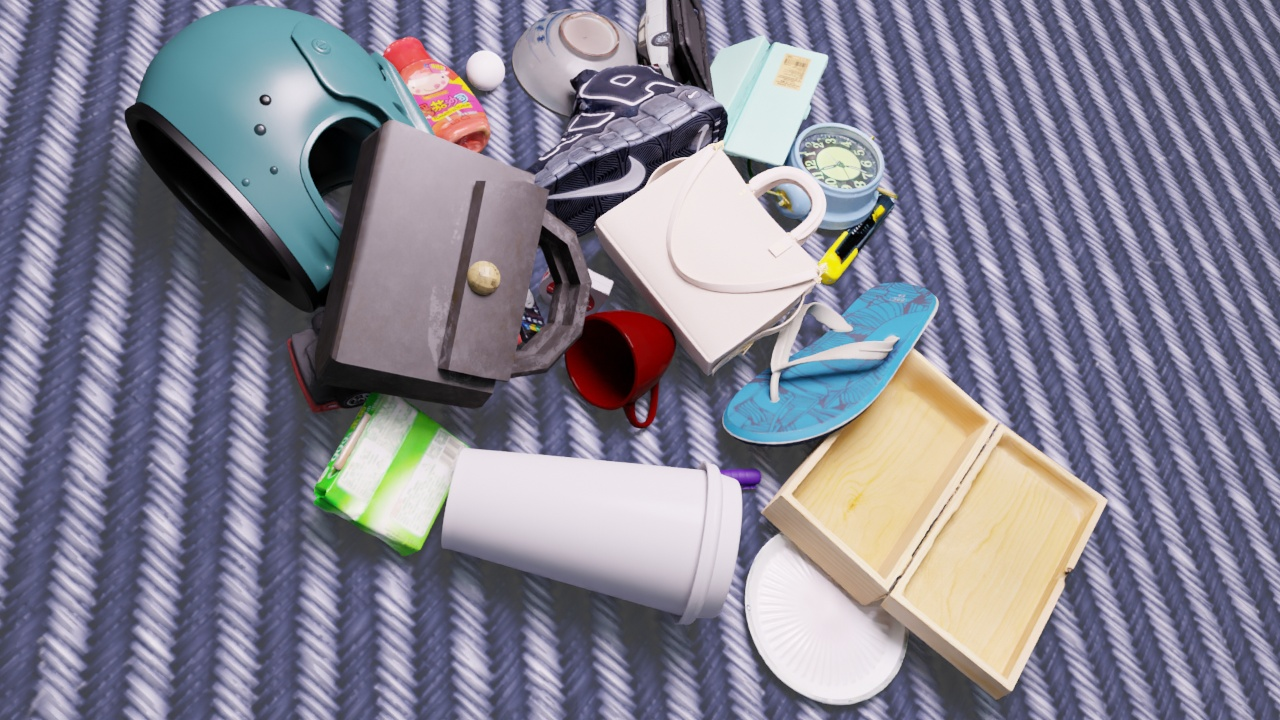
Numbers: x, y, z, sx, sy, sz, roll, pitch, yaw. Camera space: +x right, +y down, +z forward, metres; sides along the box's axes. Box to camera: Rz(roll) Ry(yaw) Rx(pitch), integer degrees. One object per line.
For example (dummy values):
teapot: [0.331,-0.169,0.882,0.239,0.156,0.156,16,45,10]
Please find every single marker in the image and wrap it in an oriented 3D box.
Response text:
marker: [0.047,0.109,0.831,0.133,0.015,0.018,0,91,-17]

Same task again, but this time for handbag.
handbag: [-0.132,-0.061,0.723,0.199,0.102,0.197,13,86,-28]
handbag: [0.087,-0.116,0.879,0.198,0.101,0.194,-38,81,-4]

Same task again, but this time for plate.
plate: [0.164,0.222,0.809,0.157,0.014,0.156,7,62,-14]

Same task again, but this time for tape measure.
tape measure: [-0.063,-0.068,0.863,0.060,0.062,0.020,25,58,-10]

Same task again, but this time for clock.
clock: [0.194,-0.204,1.011,0.162,0.060,0.118,-7,61,-13]

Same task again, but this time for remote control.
remote control: [-0.123,-0.073,0.863,0.045,0.021,0.140,14,46,-61]

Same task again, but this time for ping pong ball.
ping pong ball: [-0.163,-0.305,0.966,0.040,0.040,0.040,7,61,-14]

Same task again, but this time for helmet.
helmet: [-0.279,-0.179,0.792,0.275,0.177,0.199,46,64,-6]

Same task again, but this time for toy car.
toy car: [0.034,-0.363,1.028,0.071,0.094,0.191,-14,50,16]
toy car: [-0.202,-0.017,0.794,0.189,0.056,0.081,-20,71,-21]

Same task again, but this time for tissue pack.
tissue pack: [-0.197,0.086,0.734,0.099,0.034,0.113,43,54,-29]

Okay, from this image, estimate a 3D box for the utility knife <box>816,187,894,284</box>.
utility knife: [0.244,-0.143,1.024,0.029,0.020,0.172,40,58,3]

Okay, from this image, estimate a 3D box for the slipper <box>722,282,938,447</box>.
slipper: [0.195,-0.014,0.890,0.118,0.060,0.294,23,47,37]

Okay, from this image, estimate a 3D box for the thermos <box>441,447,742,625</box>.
thermos: [-0.040,0.131,0.737,0.222,0.132,0.131,11,60,-3]

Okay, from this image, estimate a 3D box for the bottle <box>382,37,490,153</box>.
bottle: [-0.210,-0.265,0.926,0.071,0.049,0.134,-30,75,-26]

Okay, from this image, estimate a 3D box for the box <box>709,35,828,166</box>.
box: [0.119,-0.287,1.013,0.139,0.052,0.186,5,54,29]

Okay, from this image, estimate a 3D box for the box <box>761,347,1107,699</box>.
box: [0.279,0.134,0.851,0.253,0.068,0.246,37,55,15]

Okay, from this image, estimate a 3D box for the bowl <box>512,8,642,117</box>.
bowl: [-0.062,-0.339,1.006,0.150,0.057,0.150,7,62,-13]

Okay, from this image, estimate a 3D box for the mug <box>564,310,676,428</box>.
mug: [-0.005,0.005,0.842,0.088,0.087,0.114,-21,98,-48]

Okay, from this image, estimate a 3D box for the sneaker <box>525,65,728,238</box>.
sneaker: [-0.052,-0.227,0.923,0.252,0.097,0.150,-30,60,-14]
